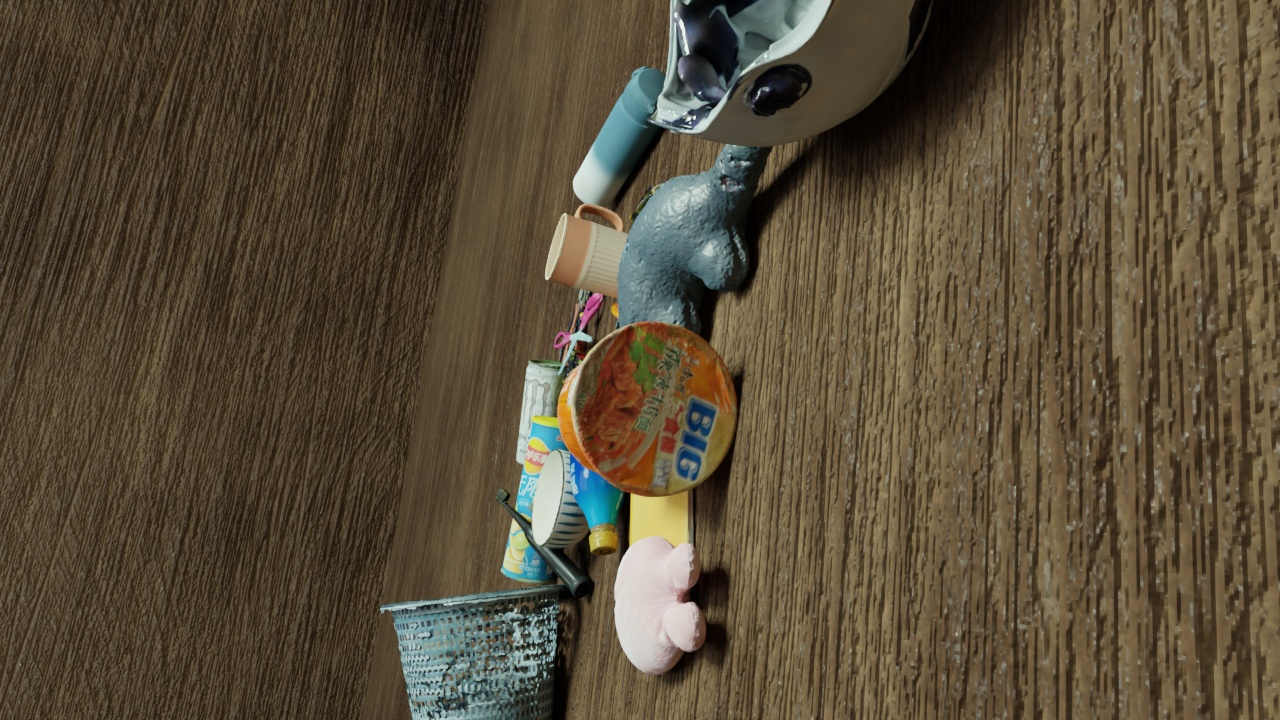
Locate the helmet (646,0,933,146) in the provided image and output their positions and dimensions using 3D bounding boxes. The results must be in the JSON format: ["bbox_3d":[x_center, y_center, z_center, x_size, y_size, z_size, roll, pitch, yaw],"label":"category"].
[{"bbox_3d":[0.123,-0.260,0.661,0.259,0.145,0.228,-27,54,54],"label":"helmet"}]

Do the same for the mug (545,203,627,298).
[{"bbox_3d":[-0.052,-0.137,1.119,0.082,0.106,0.114,129,153,-57],"label":"mug"}]

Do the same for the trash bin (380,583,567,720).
[{"bbox_3d":[-0.189,0.377,1.096,0.227,0.226,0.195,147,119,-63],"label":"trash bin"}]

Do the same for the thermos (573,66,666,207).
[{"bbox_3d":[-0.023,-0.288,1.198,0.221,0.070,0.070,131,145,-54],"label":"thermos"}]

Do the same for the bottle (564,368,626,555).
[{"bbox_3d":[-0.048,0.110,1.030,0.065,0.065,0.218,127,145,-50],"label":"bottle"}]

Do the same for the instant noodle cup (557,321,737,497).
[{"bbox_3d":[-0.004,0.046,0.827,0.112,0.151,0.151,164,116,-70],"label":"instant noodle cup"}]

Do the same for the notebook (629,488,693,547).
[{"bbox_3d":[0.019,0.114,0.929,0.146,0.010,0.206,132,144,-55],"label":"notebook"}]

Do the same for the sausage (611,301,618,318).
[{"bbox_3d":[-0.007,-0.046,1.077,0.165,0.021,0.021,-136,60,-68],"label":"sausage"}]

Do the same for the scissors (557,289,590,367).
[{"bbox_3d":[-0.080,-0.075,1.305,0.207,0.015,0.193,122,153,-45],"label":"scissors"}]

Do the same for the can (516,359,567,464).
[{"bbox_3d":[-0.139,0.075,1.292,0.058,0.058,0.147,-152,68,-70],"label":"can"}]

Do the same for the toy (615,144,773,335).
[{"bbox_3d":[0.037,-0.095,0.885,0.137,0.091,0.357,-109,34,-40],"label":"toy"}]

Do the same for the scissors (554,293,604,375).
[{"bbox_3d":[-0.088,-0.035,1.244,0.136,0.017,0.133,-18,43,55],"label":"scissors"}]

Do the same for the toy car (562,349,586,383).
[{"bbox_3d":[-0.080,0.019,1.223,0.106,0.031,0.049,-138,62,-73],"label":"toy car"}]

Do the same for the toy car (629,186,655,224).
[{"bbox_3d":[0.009,-0.144,1.064,0.056,0.037,0.122,136,145,-62],"label":"toy car"}]

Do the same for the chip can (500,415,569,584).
[{"bbox_3d":[-0.129,0.181,1.208,0.071,0.071,0.210,-164,86,-70],"label":"chip can"}]

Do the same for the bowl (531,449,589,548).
[{"bbox_3d":[-0.081,0.168,1.092,0.116,0.066,0.116,-168,91,-70],"label":"bowl"}]

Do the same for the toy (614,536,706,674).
[{"bbox_3d":[0.019,0.214,0.807,0.160,0.054,0.121,144,126,-63],"label":"toy"}]

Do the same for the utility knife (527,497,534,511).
[{"bbox_3d":[-0.090,0.132,1.152,0.031,0.018,0.163,42,97,30],"label":"utility knife"}]

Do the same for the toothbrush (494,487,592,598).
[{"bbox_3d":[-0.126,0.219,1.132,0.213,0.026,0.027,37,101,44],"label":"toothbrush"}]
